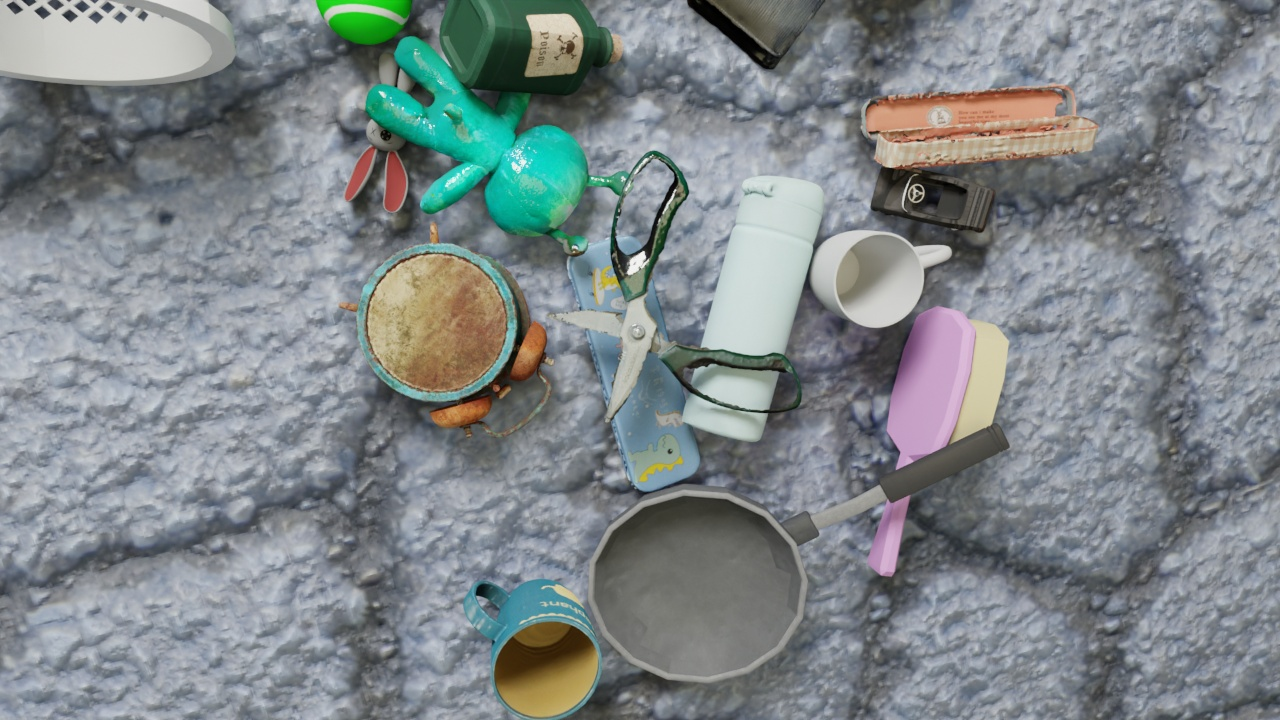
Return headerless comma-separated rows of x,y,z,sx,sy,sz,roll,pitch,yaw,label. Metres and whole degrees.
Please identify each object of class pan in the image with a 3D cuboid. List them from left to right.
0.123,0.138,0.740,0.358,0.041,0.178,-28,104,12,pan

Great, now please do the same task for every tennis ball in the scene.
-0.192,-0.254,0.637,0.065,0.065,0.065,-2,101,-10,tennis ball

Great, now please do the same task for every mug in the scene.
-0.089,0.213,0.725,0.112,0.104,0.084,35,93,-12,mug
0.186,-0.073,0.724,0.107,0.089,0.071,-18,103,-6,mug

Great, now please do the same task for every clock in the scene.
-0.134,-0.014,0.688,0.121,0.073,0.157,-41,93,-1,clock

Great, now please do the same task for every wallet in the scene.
0.102,-0.296,0.701,0.089,0.026,0.115,35,93,-13,wallet

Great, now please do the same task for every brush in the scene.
0.240,0.071,0.763,0.043,0.089,0.229,10,99,-16,brush

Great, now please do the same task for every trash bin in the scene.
-0.356,-0.293,0.551,0.195,0.195,0.199,-3,92,-9,trash bin

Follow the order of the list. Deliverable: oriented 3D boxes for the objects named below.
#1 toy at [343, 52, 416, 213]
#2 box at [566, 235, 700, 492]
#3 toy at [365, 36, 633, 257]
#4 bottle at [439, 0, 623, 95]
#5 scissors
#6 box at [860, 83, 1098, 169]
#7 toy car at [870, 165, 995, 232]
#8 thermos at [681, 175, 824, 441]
-0.186,-0.167,0.673,0.049,0.030,0.112,14,99,2,toy
-0.003,0.005,0.736,0.065,0.037,0.209,-17,103,-9,box
-0.103,-0.151,0.665,0.193,0.072,0.130,33,84,-19,toy
-0.069,-0.228,0.653,0.131,0.061,0.061,-9,60,-39,bottle
0.038,-0.041,0.677,0.202,0.015,0.202,17,93,-5,scissors
0.273,-0.189,0.741,0.187,0.085,0.048,-7,134,-10,box
0.233,-0.130,0.735,0.092,0.037,0.040,18,100,20,toy car
0.090,-0.043,0.721,0.077,0.065,0.207,12,94,-42,thermos
